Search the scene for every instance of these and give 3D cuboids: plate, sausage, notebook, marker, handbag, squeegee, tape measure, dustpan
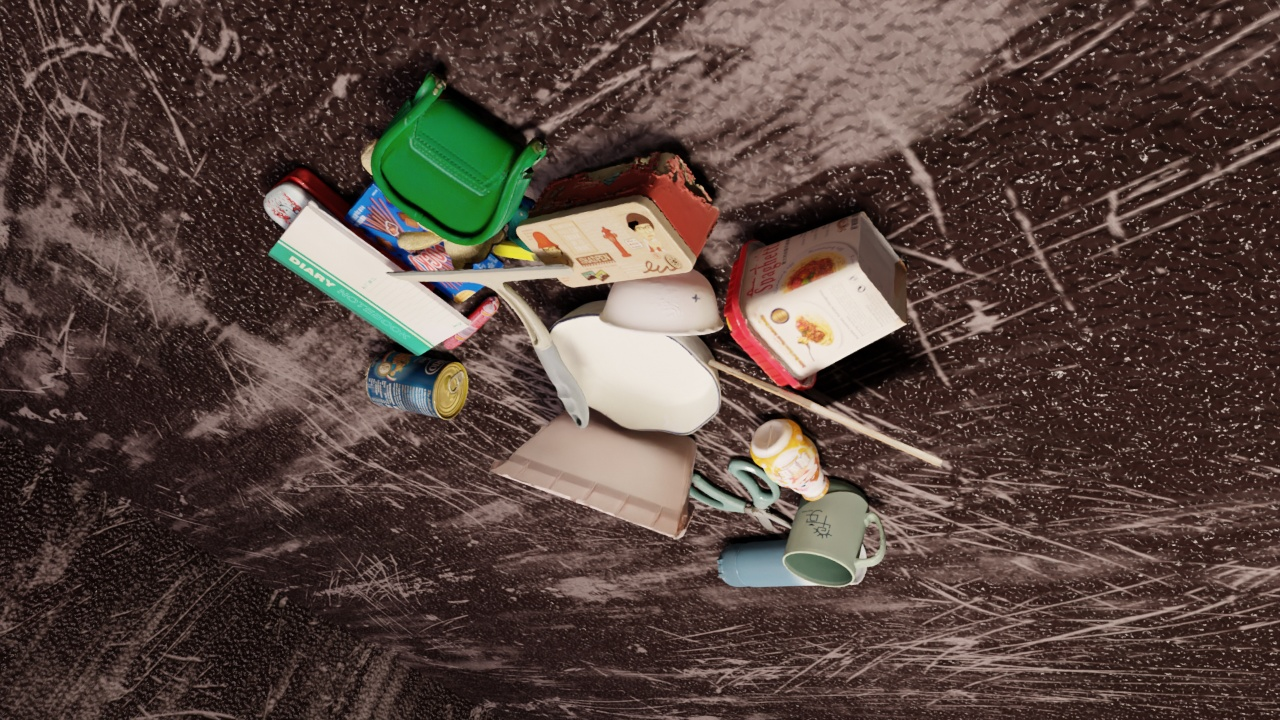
[{"bbox_3d":[-0.006,0.006,1.010,0.205,0.045,0.205,17,146,12],"label":"plate"},{"bbox_3d":[-0.200,-0.043,1.085,0.020,0.020,0.156,36,146,-18],"label":"sausage"},{"bbox_3d":[0.167,0.046,0.869,0.147,0.008,0.208,23,-179,-23],"label":"notebook"},{"bbox_3d":[-0.091,-0.108,0.931,0.124,0.015,0.018,9,145,17],"label":"marker"},{"bbox_3d":[-0.162,-0.176,0.813,0.131,0.067,0.120,33,120,-9],"label":"handbag"},{"bbox_3d":[-0.109,-0.019,0.968,0.247,0.039,0.247,2,138,36],"label":"squeegee"},{"bbox_3d":[-0.105,-0.128,0.900,0.054,0.025,0.058,26,148,-2],"label":"tape measure"},{"bbox_3d":[-0.036,0.160,1.104,0.223,0.272,0.139,20,118,12],"label":"dustpan"},{"bbox_3d":[-0.305,-0.084,1.028,0.209,0.012,0.151,38,147,-22],"label":"notebook"}]

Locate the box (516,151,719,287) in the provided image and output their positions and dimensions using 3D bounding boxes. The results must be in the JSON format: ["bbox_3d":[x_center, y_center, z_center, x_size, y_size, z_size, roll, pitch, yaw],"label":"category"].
[{"bbox_3d":[-0.020,-0.128,0.812,0.169,0.079,0.091,-3,140,44],"label":"box"}]

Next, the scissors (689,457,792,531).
[{"bbox_3d":[0.120,0.177,1.199,0.178,0.019,0.174,1,142,30],"label":"scissors"}]

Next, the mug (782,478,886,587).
[{"bbox_3d":[0.234,0.202,1.079,0.112,0.106,0.082,3,141,30],"label":"mug"}]

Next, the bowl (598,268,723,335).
[{"bbox_3d":[0.021,-0.067,0.858,0.118,0.118,0.065,8,106,22],"label":"bowl"}]

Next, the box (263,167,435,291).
[{"bbox_3d":[-0.325,-0.124,1.023,0.087,0.048,0.201,-15,131,45],"label":"box"}]

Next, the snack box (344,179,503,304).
[{"bbox_3d":[-0.231,-0.127,0.978,0.157,0.026,0.085,38,144,-21],"label":"snack box"}]

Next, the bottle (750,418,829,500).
[{"bbox_3d":[0.172,0.115,1.036,0.063,0.063,0.108,-11,134,42],"label":"bottle"}]

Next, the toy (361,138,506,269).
[{"bbox_3d":[-0.204,-0.157,0.898,0.105,0.066,0.157,-38,117,7],"label":"toy"}]

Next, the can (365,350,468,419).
[{"bbox_3d":[-0.292,0.031,1.196,0.111,0.075,0.075,9,145,22],"label":"can"}]

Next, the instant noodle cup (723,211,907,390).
[{"bbox_3d":[0.151,-0.055,0.776,0.124,0.116,0.116,-26,124,35],"label":"instant noodle cup"}]

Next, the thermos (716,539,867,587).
[{"bbox_3d":[0.199,0.274,1.246,0.221,0.070,0.070,-16,130,46],"label":"thermos"}]
